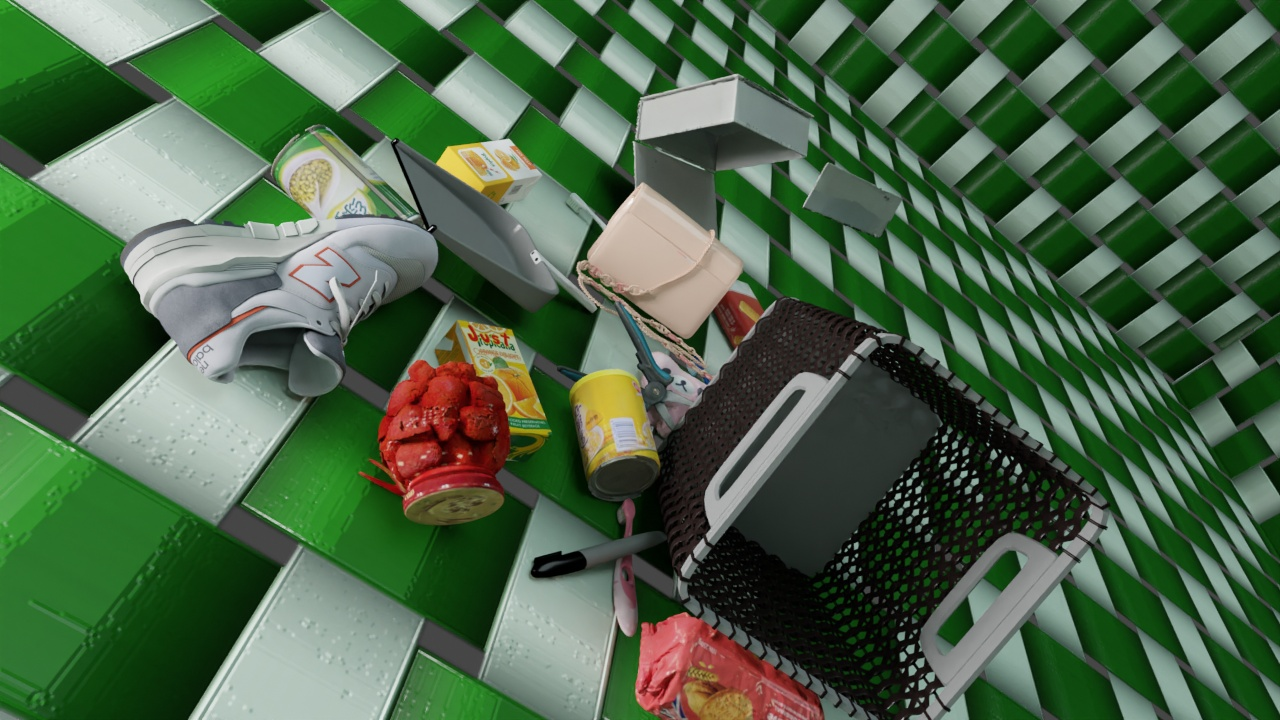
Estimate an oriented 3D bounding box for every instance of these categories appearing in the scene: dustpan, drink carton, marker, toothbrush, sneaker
[{"bbox_3d":[-0.129,-0.109,0.909,0.257,0.033,0.163,41,13,-46],"label":"dustpan"},{"bbox_3d":[-0.127,0.023,0.779,0.058,0.041,0.122,10,44,-44],"label":"drink carton"},{"bbox_3d":[-0.032,0.154,0.742,0.138,0.016,0.022,-7,39,-42],"label":"marker"},{"bbox_3d":[0.087,0.053,1.030,0.021,0.017,0.135,-5,58,-48],"label":"toothbrush"},{"bbox_3d":[-0.241,-0.036,0.681,0.239,0.089,0.124,-7,62,-43],"label":"sneaker"},{"bbox_3d":[-0.022,-0.135,1.128,0.187,0.017,0.012,46,33,-2],"label":"toothbrush"},{"bbox_3d":[-0.166,-0.205,1.011,0.058,0.040,0.122,48,30,5],"label":"drink carton"},{"bbox_3d":[-0.012,0.171,0.764,0.021,0.016,0.134,29,36,-24],"label":"toothbrush"}]

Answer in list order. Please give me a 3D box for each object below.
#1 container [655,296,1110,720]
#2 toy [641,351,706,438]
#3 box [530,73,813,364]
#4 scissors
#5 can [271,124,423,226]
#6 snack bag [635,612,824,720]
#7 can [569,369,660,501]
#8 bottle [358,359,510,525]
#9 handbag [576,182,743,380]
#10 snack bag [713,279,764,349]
[{"bbox_3d":[0.170,0.108,0.776,0.245,0.247,0.243,36,7,-15],"label":"container"},{"bbox_3d":[0.034,0.042,0.942,0.099,0.053,0.095,36,43,4],"label":"toy"},{"bbox_3d":[0.029,-0.189,1.243,0.167,0.447,0.164,10,34,-45],"label":"box"},{"bbox_3d":[-0.005,0.005,0.906,0.148,0.019,0.118,16,77,-8],"label":"scissors"},{"bbox_3d":[-0.253,-0.139,0.799,0.121,0.067,0.067,43,30,-1],"label":"can"},{"bbox_3d":[0.072,0.256,0.697,0.176,0.082,0.082,34,32,-17],"label":"snack bag"},{"bbox_3d":[-0.024,0.065,0.825,0.067,0.068,0.105,21,38,-35],"label":"can"},{"bbox_3d":[-0.146,0.059,0.669,0.098,0.099,0.111,13,54,-42],"label":"bottle"},{"bbox_3d":[0.042,-0.089,1.005,0.198,0.117,0.187,36,14,-15],"label":"handbag"},{"bbox_3d":[0.153,-0.013,1.164,0.077,0.041,0.225,12,42,-46],"label":"snack bag"}]
